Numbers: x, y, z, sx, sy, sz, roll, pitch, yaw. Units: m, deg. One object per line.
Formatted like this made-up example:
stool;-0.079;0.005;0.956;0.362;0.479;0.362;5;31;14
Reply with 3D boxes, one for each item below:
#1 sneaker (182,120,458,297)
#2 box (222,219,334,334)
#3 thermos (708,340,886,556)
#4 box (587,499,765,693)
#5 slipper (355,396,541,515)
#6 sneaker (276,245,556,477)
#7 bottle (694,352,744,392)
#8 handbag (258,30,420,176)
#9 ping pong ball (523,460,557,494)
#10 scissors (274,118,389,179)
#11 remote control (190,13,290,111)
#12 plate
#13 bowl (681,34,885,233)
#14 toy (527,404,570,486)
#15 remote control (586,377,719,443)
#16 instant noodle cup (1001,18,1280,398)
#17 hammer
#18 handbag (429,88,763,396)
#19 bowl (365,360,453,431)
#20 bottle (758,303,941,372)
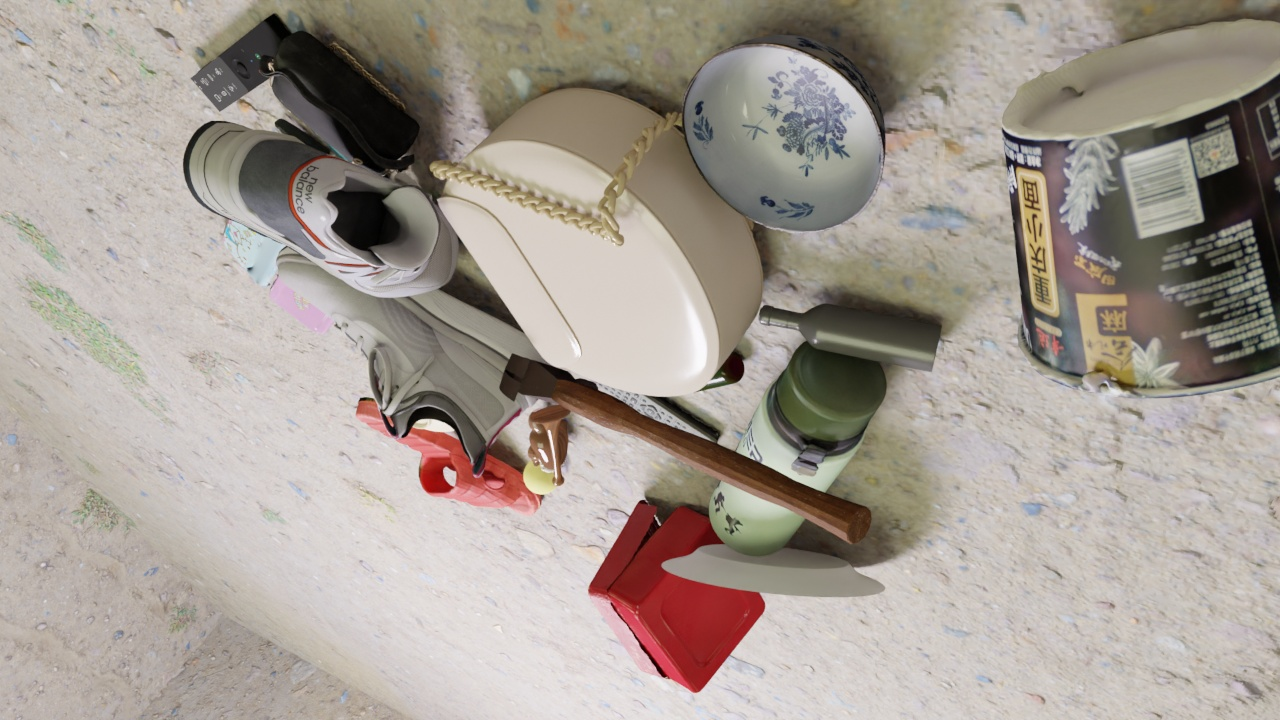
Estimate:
sneaker;-0.186;-0.091;0.649;0.124;0.089;0.239;18;179;33
box;-0.341;-0.110;0.901;0.151;0.034;0.215;46;146;-10
thermos;0.111;0.072;0.683;0.082;0.082;0.232;29;147;8
box;0.038;0.237;0.919;0.110;0.133;0.157;9;140;39
slipper;-0.213;0.123;1.017;0.248;0.059;0.104;37;155;-31
sneaker;-0.212;-0.005;0.797;0.263;0.128;0.097;29;160;-1
bottle;0.038;0.014;0.725;0.025;0.025;0.106;48;145;-20
handbag;-0.225;-0.183;0.680;0.128;0.054;0.079;40;153;-16
ping pong ball;-0.104;0.122;0.976;0.040;0.040;0.040;23;146;17
scissors;-0.242;-0.161;0.755;0.123;0.019;0.148;15;144;27
remote control;-0.316;-0.234;0.731;0.150;0.013;0.034;-5;130;45
plate;0.113;0.176;0.788;0.188;0.016;0.188;5;176;0
bowl;0.082;-0.127;0.489;0.114;0.045;0.114;23;146;17
toy;-0.090;0.076;0.901;0.054;0.041;0.102;-122;23;-45
remote control;0.007;0.038;0.794;0.136;0.013;0.033;32;147;3
instant noodle cup;0.217;-0.068;0.379;0.137;0.136;0.112;-1;124;42
hammer;0.018;0.056;0.663;0.323;0.033;0.115;21;-179;40
handbag;-0.029;-0.067;0.612;0.209;0.103;0.211;3;134;45
bowl;-0.214;0.019;0.909;0.151;0.075;0.151;23;146;17
bottle;0.131;-0.019;0.585;0.113;0.030;0.030;13;142;18
